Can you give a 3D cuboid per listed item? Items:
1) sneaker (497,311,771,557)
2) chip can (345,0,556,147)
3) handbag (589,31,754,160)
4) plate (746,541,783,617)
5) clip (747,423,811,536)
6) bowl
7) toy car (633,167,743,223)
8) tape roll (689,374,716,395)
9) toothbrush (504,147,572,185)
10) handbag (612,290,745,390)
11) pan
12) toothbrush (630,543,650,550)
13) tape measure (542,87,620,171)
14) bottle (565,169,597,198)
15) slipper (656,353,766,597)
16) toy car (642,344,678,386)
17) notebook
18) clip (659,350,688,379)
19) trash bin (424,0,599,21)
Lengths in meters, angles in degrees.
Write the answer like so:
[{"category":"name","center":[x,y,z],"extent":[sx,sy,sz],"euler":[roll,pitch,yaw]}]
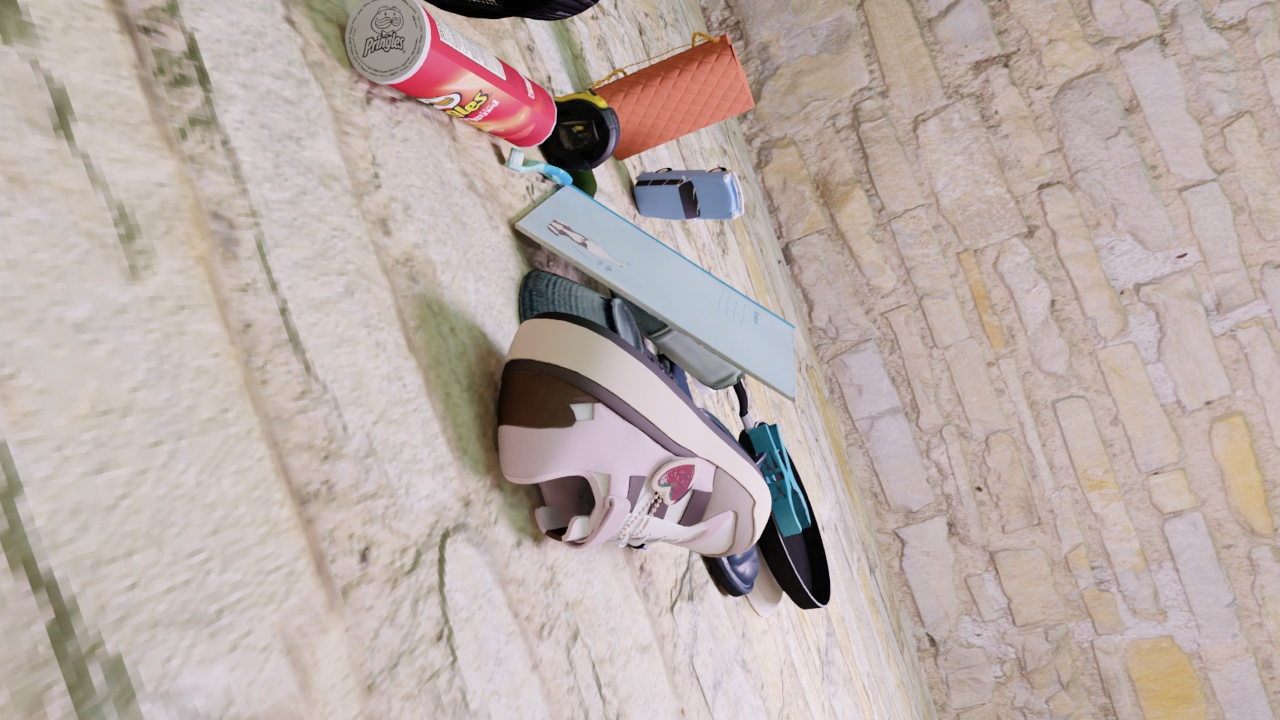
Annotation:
[{"category":"sneaker","center":[0.000,0.094,0.626],"extent":[0.294,0.112,0.116],"euler":[50,54,-48]},{"category":"chip can","center":[-0.117,-0.188,0.622],"extent":[0.214,0.052,0.052],"euler":[-10,82,-75]},{"category":"handbag","center":[0.028,-0.302,1.027],"extent":[0.109,0.172,0.060],"euler":[33,41,-66]},{"category":"plate","center":[0.138,0.208,1.082],"extent":[0.182,0.034,0.182],"euler":[-18,90,-75]},{"category":"clip","center":[0.160,0.132,1.009],"extent":[0.120,0.030,0.130],"euler":[29,44,-54]},{"category":"bowl","center":[-0.034,-0.013,0.697],"extent":[0.137,0.057,0.137],"euler":[-18,90,-75]},{"category":"toy car","center":[0.052,-0.193,1.078],"extent":[0.054,0.154,0.056],"euler":[-37,123,-35]},{"category":"tape roll","center":[0.063,-0.007,1.012],"extent":[0.093,0.013,0.093],"euler":[-18,90,-75]},{"category":"toothbrush","center":[-0.083,-0.161,0.769],"extent":[0.135,0.022,0.017],"euler":[-17,124,-74]},{"category":"handbag","center":[0.043,-0.037,0.891],"extent":[0.122,0.067,0.106],"euler":[40,15,-44]},{"category":"pan","center":[0.141,0.121,1.063],"extent":[0.356,0.034,0.225],"euler":[65,18,-9]},{"category":"toothbrush","center":[-0.015,0.072,0.746],"extent":[0.014,0.014,0.167],"euler":[28,44,-53]},{"category":"tape measure","center":[-0.056,-0.205,0.820],"extent":[0.042,0.072,0.071],"euler":[-65,137,-72]},{"category":"bottle","center":[-0.056,-0.173,0.864],"extent":[0.025,0.025,0.106],"euler":[-27,98,-74]},{"category":"slipper","center":[0.087,0.110,0.927],"extent":[0.108,0.083,0.265],"euler":[-41,114,-76]},{"category":"toy car","center":[-0.005,0.005,0.824],"extent":[0.105,0.032,0.048],"euler":[44,28,-31]},{"category":"notebook","center":[0.025,-0.066,0.777],"extent":[0.253,0.009,0.180],"euler":[32,21,-4]},{"category":"clip","center":[0.045,-0.005,0.992],"extent":[0.102,0.052,0.059],"euler":[57,9,-42]},{"category":"trash bin","center":[-0.088,-0.339,0.679],"extent":[0.210,0.184,0.184],"euler":[-70,140,-75]}]
